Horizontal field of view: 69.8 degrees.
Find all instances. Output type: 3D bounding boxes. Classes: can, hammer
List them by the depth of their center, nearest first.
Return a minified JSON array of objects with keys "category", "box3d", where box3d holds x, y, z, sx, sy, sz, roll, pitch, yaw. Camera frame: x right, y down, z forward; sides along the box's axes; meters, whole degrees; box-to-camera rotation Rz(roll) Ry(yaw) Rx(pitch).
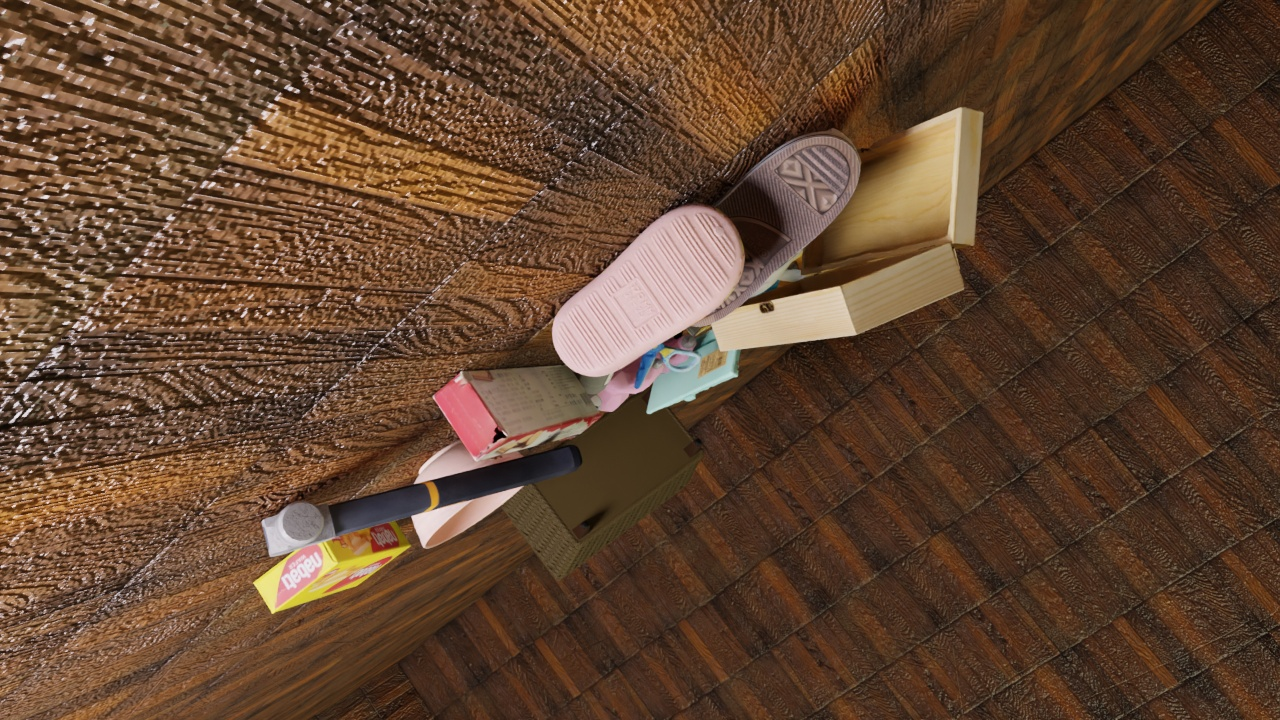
[{"category":"hammer","box3d":[-0.192,0.125,0.864,0.311,0.035,0.140,-11,170,-34]},{"category":"can","box3d":[-0.050,0.004,1.048,0.044,0.044,0.107,-34,170,-21]}]

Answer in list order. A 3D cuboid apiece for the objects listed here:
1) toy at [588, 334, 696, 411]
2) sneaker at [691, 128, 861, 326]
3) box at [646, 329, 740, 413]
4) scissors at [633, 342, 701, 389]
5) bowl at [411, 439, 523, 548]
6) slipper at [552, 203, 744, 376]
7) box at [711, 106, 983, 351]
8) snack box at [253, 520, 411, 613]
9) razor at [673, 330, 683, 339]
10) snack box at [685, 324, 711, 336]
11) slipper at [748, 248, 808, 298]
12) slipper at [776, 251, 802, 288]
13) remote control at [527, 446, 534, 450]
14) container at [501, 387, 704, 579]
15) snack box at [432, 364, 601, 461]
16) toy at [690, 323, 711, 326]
[{"category":"toy","box3d":[-0.007,0.007,1.162,0.123,0.067,0.158,-32,174,-36]},{"category":"sneaker","box3d":[0.113,-0.135,0.896,0.246,0.091,0.097,-45,-175,30]},{"category":"box","box3d":[0.080,-0.007,1.172,0.187,0.055,0.138,-30,-165,51]},{"category":"scissors","box3d":[0.017,-0.021,1.062,0.013,0.127,0.125,-111,-141,-61]},{"category":"bowl","box3d":[-0.200,0.137,1.032,0.153,0.076,0.153,-36,170,-8]},{"category":"slipper","box3d":[0.010,-0.060,0.839,0.197,0.093,0.081,-39,-178,12]},{"category":"box","box3d":[0.205,-0.105,0.891,0.252,0.118,0.248,-60,-162,-12]},{"category":"snack box","box3d":[-0.345,0.231,1.049,0.092,0.042,0.200,-37,171,3]},{"category":"razor","box3d":[0.034,-0.023,1.252,0.044,0.021,0.144,-27,173,-15]},{"category":"snack box","box3d":[0.115,-0.087,1.281,0.061,0.025,0.149,-31,169,-33]},{"category":"slipper","box3d":[0.169,-0.114,1.146,0.118,0.060,0.296,-23,157,-21]},{"category":"slipper","box3d":[0.206,-0.123,1.291,0.099,0.078,0.264,-29,168,-32]},{"category":"remote control","box3d":[-0.137,0.081,1.178,0.045,0.021,0.141,-37,166,-12]},{"category":"container","box3d":[-0.055,0.198,1.595,0.320,0.176,0.205,-33,166,-26]},{"category":"snack box","box3d":[-0.115,0.049,0.929,0.044,0.076,0.272,-37,172,13]},{"category":"toy","box3d":[0.084,-0.067,1.205,0.065,0.050,0.103,-27,161,-31]}]
